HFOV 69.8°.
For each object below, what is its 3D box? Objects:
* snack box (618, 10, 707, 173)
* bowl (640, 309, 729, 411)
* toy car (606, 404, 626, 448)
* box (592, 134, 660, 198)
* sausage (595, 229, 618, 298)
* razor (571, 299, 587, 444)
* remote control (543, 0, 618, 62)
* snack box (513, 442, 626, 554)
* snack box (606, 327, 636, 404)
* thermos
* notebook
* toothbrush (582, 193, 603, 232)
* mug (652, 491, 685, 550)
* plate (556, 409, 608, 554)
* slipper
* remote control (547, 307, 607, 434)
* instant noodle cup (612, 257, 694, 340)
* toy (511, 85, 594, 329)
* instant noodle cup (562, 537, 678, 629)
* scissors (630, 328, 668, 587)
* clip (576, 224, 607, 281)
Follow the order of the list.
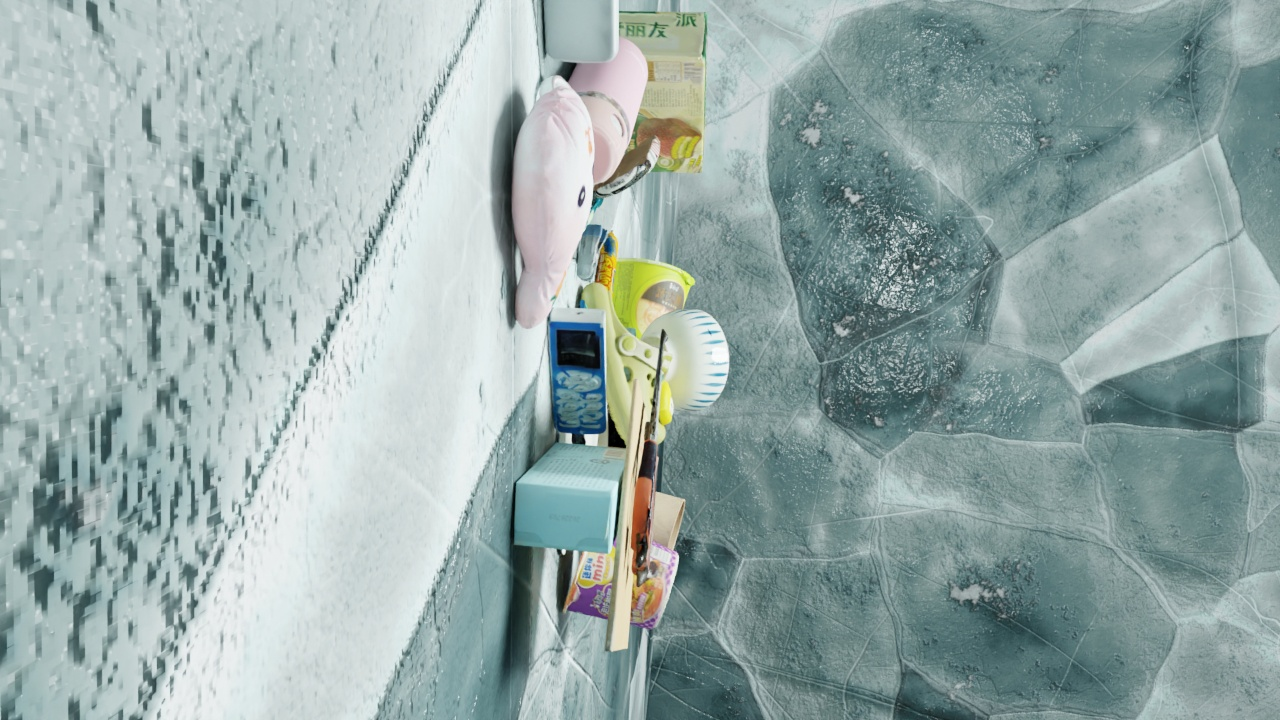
[{"bbox_3d":[0.017,-0.296,1.041,0.240,0.114,0.063,77,16,-73],"label":"snack box"},{"bbox_3d":[0.035,0.000,1.021,0.066,0.117,0.116,-2,92,-40],"label":"bowl"},{"bbox_3d":[-0.032,0.088,1.058,0.123,0.056,0.037,100,-28,-45],"label":"toy car"},{"bbox_3d":[-0.034,-0.208,0.888,0.087,0.076,0.162,50,21,-17],"label":"box"},{"bbox_3d":[-0.042,-0.080,1.051,0.021,0.021,0.164,84,10,-64],"label":"sausage"},{"bbox_3d":[-0.060,0.016,0.870,0.043,0.022,0.142,61,28,-71],"label":"razor"},{"bbox_3d":[-0.043,-0.285,0.661,0.020,0.056,0.136,-75,167,-59],"label":"remote control"},{"bbox_3d":[-0.050,0.109,0.759,0.174,0.074,0.051,-44,138,-83],"label":"snack box"},{"bbox_3d":[-0.030,0.044,1.097,0.175,0.051,0.074,88,6,-48],"label":"snack box"},{"bbox_3d":[-0.041,-0.216,0.757,0.087,0.067,0.198,55,26,-26],"label":"thermos"},{"bbox_3d":[-0.009,0.133,0.765,0.148,0.008,0.207,78,17,-74],"label":"notebook"},{"bbox_3d":[-0.057,-0.135,0.876,0.191,0.018,0.016,-71,164,-65],"label":"toothbrush"},{"bbox_3d":[-0.011,0.204,1.083,0.084,0.103,0.125,-61,164,-53],"label":"mug"},{"bbox_3d":[-0.056,0.100,0.941,0.163,0.034,0.164,-78,171,-65],"label":"plate"},{"bbox_3d":[-0.006,0.006,0.947,0.091,0.081,0.190,-77,149,-86],"label":"slipper"},{"bbox_3d":[-0.054,0.010,0.805,0.024,0.049,0.125,-83,175,-55],"label":"remote control"},{"bbox_3d":[0.002,-0.053,1.149,0.112,0.112,0.123,68,34,-79],"label":"instant noodle cup"},{"bbox_3d":[-0.061,-0.104,0.630,0.121,0.054,0.160,-78,179,-57],"label":"toy"},{"bbox_3d":[-0.018,0.226,0.960,0.111,0.099,0.111,126,-16,-90],"label":"instant noodle cup"},{"bbox_3d":[0.009,0.070,0.770,0.185,0.015,0.209,-66,159,-75],"label":"scissors"},{"bbox_3d":[-0.051,-0.107,0.910,0.038,0.026,0.058,21,80,-73],"label":"clip"}]
